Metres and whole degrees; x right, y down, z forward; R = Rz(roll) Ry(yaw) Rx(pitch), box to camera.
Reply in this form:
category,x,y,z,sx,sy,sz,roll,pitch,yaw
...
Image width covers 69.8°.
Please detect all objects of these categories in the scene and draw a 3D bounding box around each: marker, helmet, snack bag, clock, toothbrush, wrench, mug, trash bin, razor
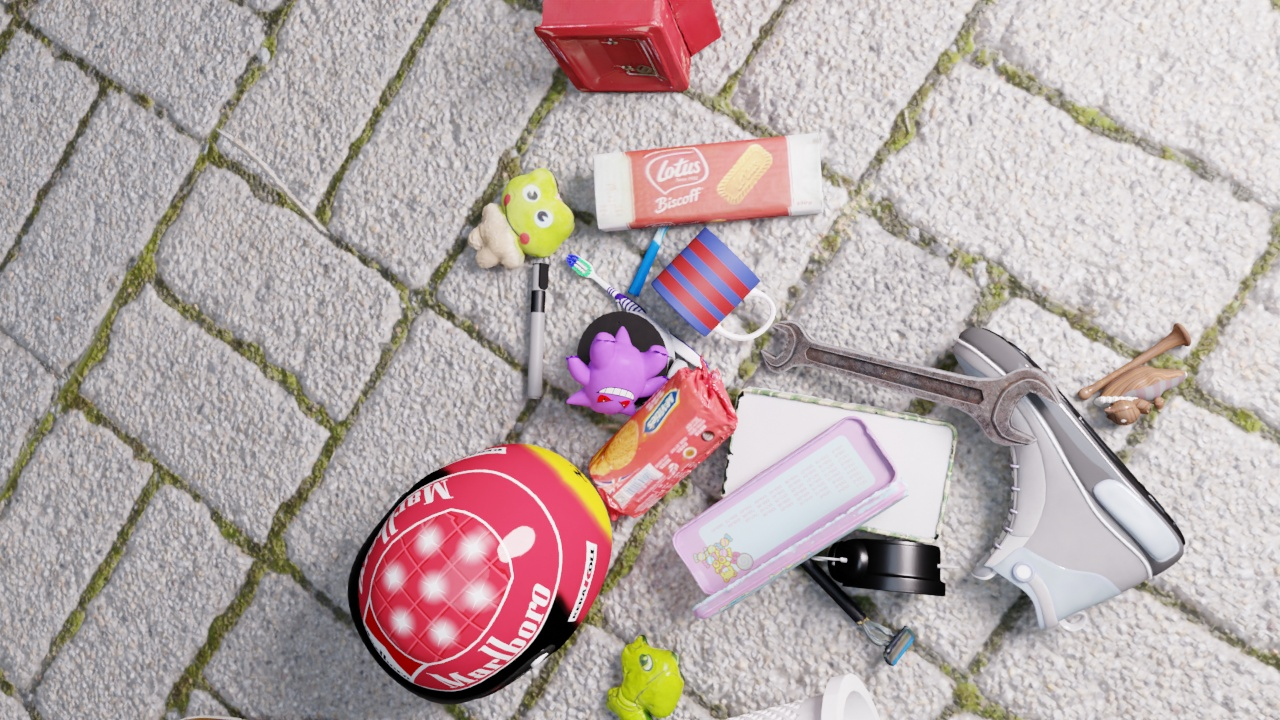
category,x,y,z,sx,sy,sz,roll,pitch,yaw
marker,0.022,-0.131,0.930,0.013,0.013,0.142,26,93,14
helmet,-0.152,0.201,0.844,0.197,0.224,0.271,45,96,12
marker,-0.107,-0.031,0.953,0.016,0.016,0.140,1,87,14
snack bag,0.023,0.079,0.868,0.177,0.082,0.082,-45,77,24
clock,0.214,0.184,0.823,0.121,0.091,0.042,5,77,5
toothbrush,-0.005,-0.050,0.929,0.186,0.016,0.015,40,99,13
clock,-0.005,0.005,0.908,0.122,0.035,0.095,46,109,8
wrench,0.229,0.013,0.821,0.274,0.010,0.070,16,105,34
mug,0.076,-0.062,0.885,0.112,0.075,0.076,44,97,-4
trash bin,0.106,0.388,0.799,0.200,0.195,0.195,-17,83,22
snack bag,0.064,-0.174,0.899,0.225,0.041,0.077,-4,90,7
razor,0.190,0.223,0.864,0.144,0.022,0.042,43,54,17

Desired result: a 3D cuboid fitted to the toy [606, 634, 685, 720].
category,x,y,z,sx,sy,sz,roll,pitch,yaw
toy,0.004,0.322,0.895,0.094,0.036,0.094,-36,78,17

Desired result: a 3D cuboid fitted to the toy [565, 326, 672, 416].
category,x,y,z,sx,sy,sz,roll,pitch,yaw
toy,-0.024,0.014,0.865,0.106,0.056,0.088,13,113,-21

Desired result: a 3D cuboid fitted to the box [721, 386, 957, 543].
category,x,y,z,sx,sy,sz,roll,pitch,yaw
box,0.183,0.095,0.859,0.206,0.050,0.117,8,92,15

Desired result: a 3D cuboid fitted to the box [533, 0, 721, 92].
category,x,y,z,sx,sy,sz,roll,pitch,yaw
box,0.002,-0.358,0.877,0.152,0.157,0.165,9,86,12

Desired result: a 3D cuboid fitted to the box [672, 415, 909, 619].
category,x,y,z,sx,sy,sz,roll,pitch,yaw
box,0.125,0.140,0.801,0.214,0.092,0.089,-35,82,12

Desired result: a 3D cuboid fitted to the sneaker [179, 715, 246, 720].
category,x,y,z,sx,sy,sz,roll,pitch,yaw
sneaker,-0.377,0.459,0.956,0.295,0.120,0.127,-1,109,16

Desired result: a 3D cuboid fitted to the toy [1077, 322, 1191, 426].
category,x,y,z,sx,sy,sz,roll,pitch,yaw
toy,0.441,0.018,0.804,0.102,0.041,0.054,-36,57,17

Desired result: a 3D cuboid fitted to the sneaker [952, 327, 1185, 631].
category,x,y,z,sx,sy,sz,roll,pitch,yaw
sneaker,0.330,0.106,0.808,0.161,0.093,0.256,-43,77,16

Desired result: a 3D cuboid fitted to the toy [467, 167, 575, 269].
category,x,y,z,sx,sy,sz,roll,pitch,yaw
toy,-0.128,-0.141,0.951,0.118,0.043,0.092,-29,81,12
